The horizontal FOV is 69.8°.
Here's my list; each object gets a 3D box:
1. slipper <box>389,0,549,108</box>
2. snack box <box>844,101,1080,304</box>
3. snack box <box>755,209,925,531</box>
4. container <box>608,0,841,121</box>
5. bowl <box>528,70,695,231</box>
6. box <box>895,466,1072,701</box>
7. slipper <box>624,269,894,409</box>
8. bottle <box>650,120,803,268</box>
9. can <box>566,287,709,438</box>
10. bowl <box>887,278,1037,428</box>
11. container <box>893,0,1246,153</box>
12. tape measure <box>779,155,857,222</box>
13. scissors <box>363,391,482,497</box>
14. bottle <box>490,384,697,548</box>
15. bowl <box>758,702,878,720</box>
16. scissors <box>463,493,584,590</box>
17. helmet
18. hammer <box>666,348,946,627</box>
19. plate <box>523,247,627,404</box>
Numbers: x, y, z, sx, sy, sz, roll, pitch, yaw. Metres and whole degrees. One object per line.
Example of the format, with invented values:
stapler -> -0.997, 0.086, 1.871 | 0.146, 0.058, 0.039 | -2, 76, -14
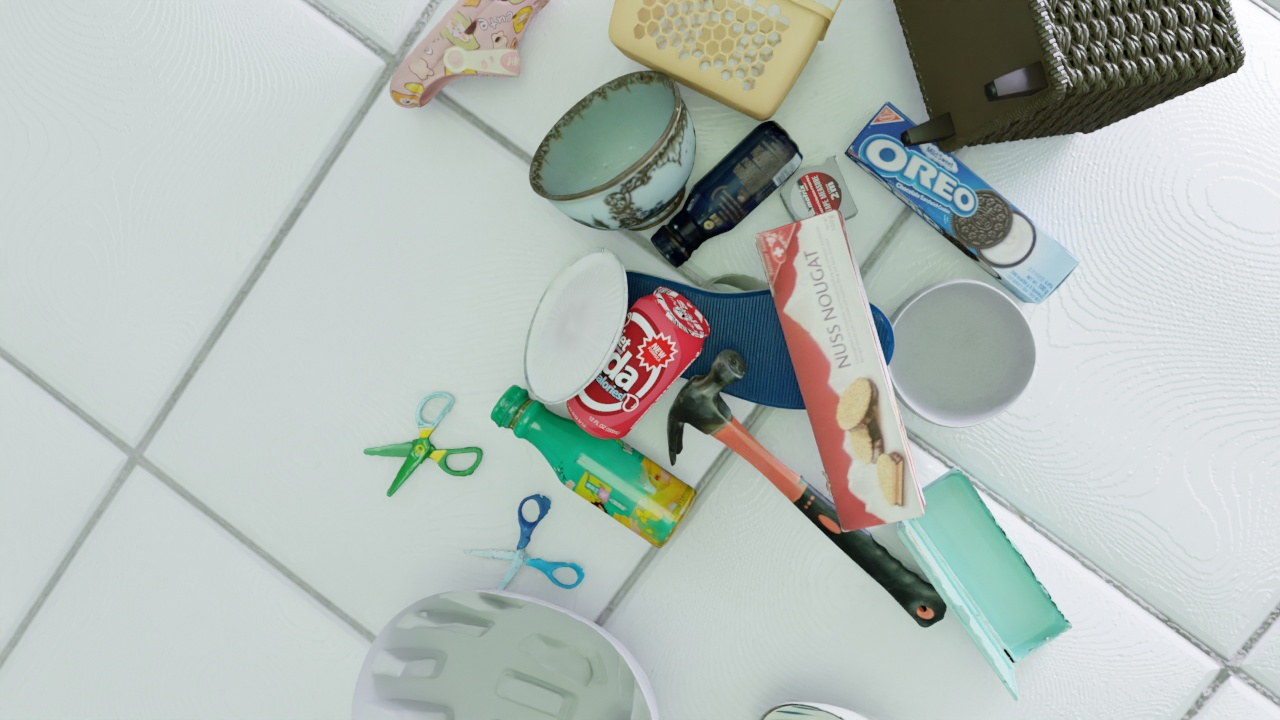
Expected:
slipper -> -0.150, -0.298, 0.872 | 0.197, 0.093, 0.081 | -40, 99, 8
snack box -> 0.293, -0.143, 0.844 | 0.226, 0.059, 0.059 | 42, 100, 2
snack box -> 0.173, 0.010, 0.794 | 0.077, 0.044, 0.273 | -15, 94, 18
container -> 0.080, -0.325, 0.821 | 0.183, 0.129, 0.167 | 26, 103, 3
bowl -> -0.011, -0.177, 0.848 | 0.160, 0.159, 0.094 | -36, 130, 7
box -> 0.318, 0.201, 0.849 | 0.078, 0.109, 0.187 | -36, 86, 24
slipper -> 0.090, -0.025, 0.875 | 0.295, 0.060, 0.118 | 12, 100, 19
bottle -> 0.079, -0.155, 0.867 | 0.161, 0.056, 0.056 | -42, 88, 9
can -> -0.005, 0.005, 0.847 | 0.074, 0.074, 0.143 | 42, 114, 3
bowl -> 0.288, -0.007, 0.848 | 0.132, 0.064, 0.132 | 0, 93, 6
container -> 0.295, -0.339, 0.742 | 0.204, 0.177, 0.321 | -18, 91, -14
tape measure -> 0.169, -0.155, 0.875 | 0.062, 0.020, 0.060 | -23, 85, 6
scissors -> -0.224, 0.083, 0.937 | 0.128, 0.012, 0.121 | -2, 92, 5
bottle -> -0.049, 0.097, 0.890 | 0.210, 0.068, 0.068 | 34, 96, 4
bowl -> 0.198, 0.381, 0.863 | 0.177, 0.070, 0.177 | 21, 123, 36
scissors -> -0.118, 0.191, 0.933 | 0.127, 0.014, 0.129 | 2, 97, 10
helmet -> -0.123, 0.331, 0.849 | 0.282, 0.184, 0.224 | 16, 80, -8
hammer -> 0.163, 0.137, 0.868 | 0.333, 0.033, 0.133 | 41, 128, -4
plate -> -0.060, -0.032, 0.859 | 0.014, 0.157, 0.157 | 24, 97, -35
